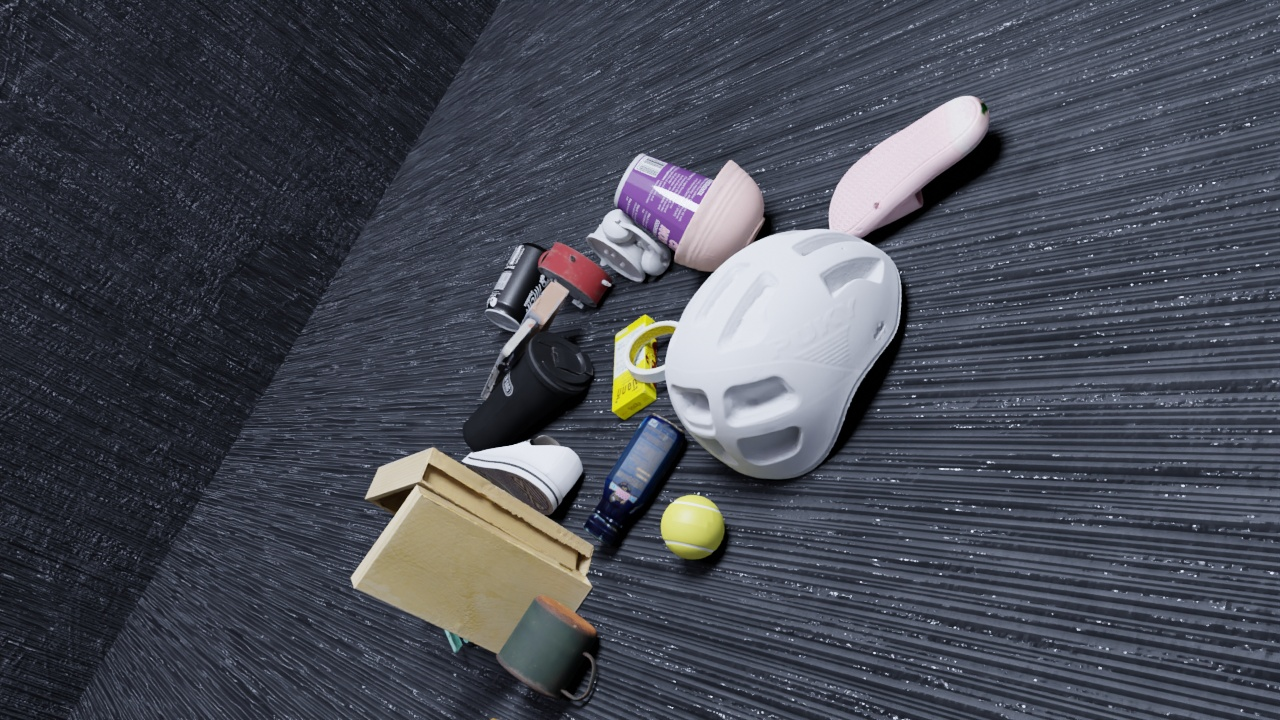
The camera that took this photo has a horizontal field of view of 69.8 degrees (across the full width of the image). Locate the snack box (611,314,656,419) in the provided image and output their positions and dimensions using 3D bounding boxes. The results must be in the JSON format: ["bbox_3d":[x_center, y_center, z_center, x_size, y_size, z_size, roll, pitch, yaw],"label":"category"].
[{"bbox_3d":[-0.007,0.007,1.244,0.061,0.025,0.148,-34,35,30],"label":"snack box"}]

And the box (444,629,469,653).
[{"bbox_3d":[-0.260,0.277,1.162,0.078,0.188,0.079,-28,-5,38],"label":"box"}]

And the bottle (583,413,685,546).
[{"bbox_3d":[-0.008,0.140,1.076,0.160,0.056,0.056,-57,30,-5],"label":"bottle"}]

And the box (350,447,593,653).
[{"bbox_3d":[-0.184,0.219,1.052,0.142,0.248,0.184,-38,33,27],"label":"box"}]

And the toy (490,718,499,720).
[{"bbox_3d":[-0.153,0.434,0.964,0.132,0.076,0.176,-59,22,-11],"label":"toy"}]

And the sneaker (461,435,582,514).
[{"bbox_3d":[-0.160,0.144,1.273,0.097,0.091,0.246,-46,19,-27],"label":"sneaker"}]

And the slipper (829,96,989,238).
[{"bbox_3d":[0.290,-0.202,1.008,0.222,0.055,0.106,-38,34,43],"label":"slipper"}]

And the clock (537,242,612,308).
[{"bbox_3d":[-0.114,-0.132,1.461,0.062,0.110,0.157,-57,23,-6],"label":"clock"}]

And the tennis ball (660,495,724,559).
[{"bbox_3d":[0.054,0.172,0.945,0.065,0.065,0.065,-36,34,29],"label":"tennis ball"}]

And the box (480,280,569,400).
[{"bbox_3d":[-0.184,-0.024,1.415,0.150,0.043,0.217,-60,5,-27],"label":"box"}]

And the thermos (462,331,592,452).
[{"bbox_3d":[-0.176,0.057,1.367,0.219,0.105,0.105,-42,31,29],"label":"thermos"}]

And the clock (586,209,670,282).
[{"bbox_3d":[-0.018,-0.167,1.356,0.061,0.120,0.159,-53,18,-10],"label":"clock"}]

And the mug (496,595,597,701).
[{"bbox_3d":[-0.089,0.316,0.995,0.111,0.085,0.081,28,79,29],"label":"mug"}]

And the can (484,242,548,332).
[{"bbox_3d":[-0.212,-0.130,1.625,0.080,0.080,0.145,-3,56,54],"label":"can"}]

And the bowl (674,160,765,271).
[{"bbox_3d":[0.113,-0.174,1.187,0.153,0.076,0.153,-58,-6,-11],"label":"bowl"}]

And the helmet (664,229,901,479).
[{"bbox_3d":[0.149,-0.026,0.963,0.281,0.184,0.224,-45,32,-16],"label":"helmet"}]

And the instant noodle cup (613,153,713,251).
[{"bbox_3d":[0.038,-0.225,1.280,0.136,0.122,0.122,-50,-12,-55],"label":"instant noodle cup"}]

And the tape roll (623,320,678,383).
[{"bbox_3d":[0.024,-0.012,1.193,0.094,0.019,0.093,-17,42,16],"label":"tape roll"}]
